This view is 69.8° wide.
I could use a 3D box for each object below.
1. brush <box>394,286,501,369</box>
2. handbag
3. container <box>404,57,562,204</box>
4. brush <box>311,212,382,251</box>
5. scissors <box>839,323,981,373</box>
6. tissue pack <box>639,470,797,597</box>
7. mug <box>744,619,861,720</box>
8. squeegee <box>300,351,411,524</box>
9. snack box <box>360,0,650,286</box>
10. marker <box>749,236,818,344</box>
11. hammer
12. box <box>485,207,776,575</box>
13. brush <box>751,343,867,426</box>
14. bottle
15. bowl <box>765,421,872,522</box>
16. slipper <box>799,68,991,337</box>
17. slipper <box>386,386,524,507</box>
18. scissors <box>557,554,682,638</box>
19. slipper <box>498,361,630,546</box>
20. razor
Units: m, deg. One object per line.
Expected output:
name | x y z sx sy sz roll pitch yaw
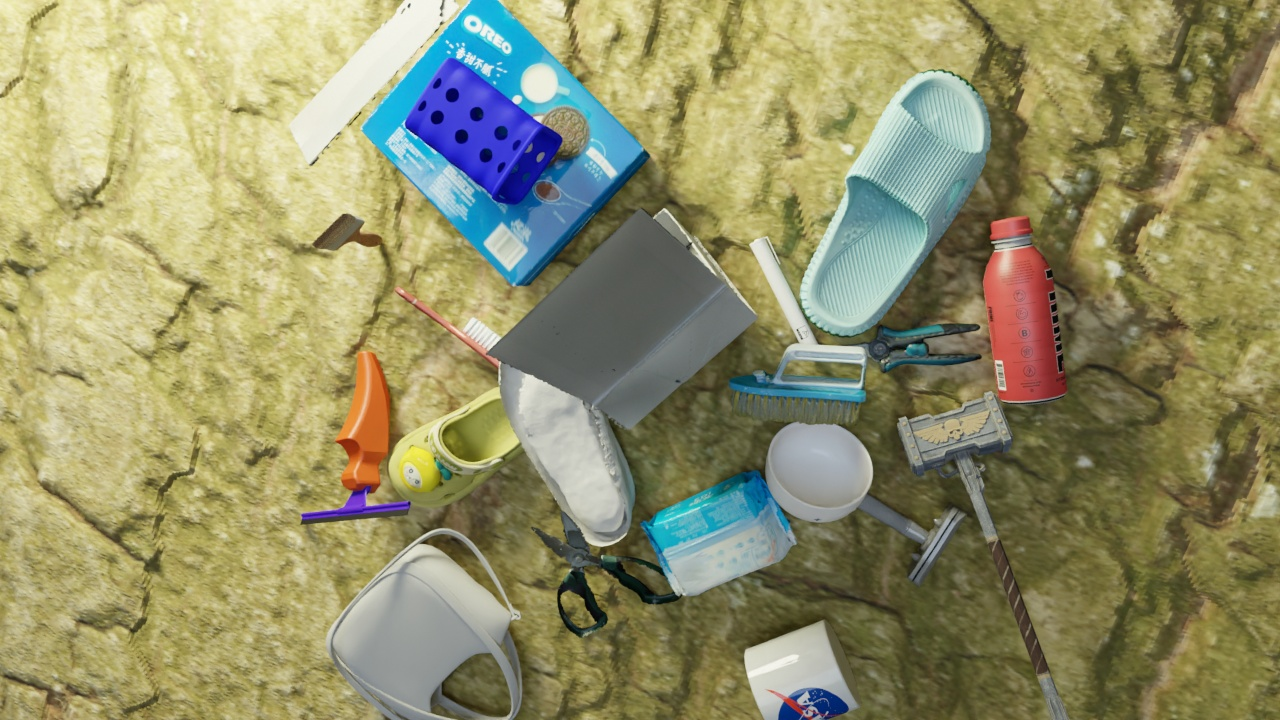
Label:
brush | -0.190 -0.035 0.991 0.172 0.041 0.030 36 82 2
handbag | -0.217 0.320 1.015 0.222 0.095 0.216 42 104 -3
container | -0.150 -0.218 0.878 0.113 0.085 0.084 38 100 5
brush | -0.292 -0.126 0.942 0.045 0.143 0.008 -43 90 3
scissors | 0.271 -0.008 0.926 0.139 0.019 0.129 40 102 5
tissue pack | 0.084 0.181 0.960 0.144 0.061 0.093 -27 93 14
mug | 0.174 0.338 0.958 0.090 0.091 0.121 -25 127 11
squeegee | -0.302 0.082 1.004 0.250 0.055 0.184 -14 74 46
snack box | -0.140 -0.226 0.948 0.196 0.056 0.239 -45 87 12
marker | 0.150 -0.065 0.939 0.020 0.017 0.133 -27 92 7
hammer | 0.338 0.193 0.854 0.098 0.044 0.321 -18 66 11
box | -0.010 -0.016 0.726 0.167 0.505 0.148 -42 93 10
brush | 0.158 0.022 0.927 0.136 0.055 0.075 3 105 9
bottle | 0.366 -0.049 0.882 0.062 0.062 0.176 -9 96 10
bowl | 0.176 0.116 0.924 0.105 0.054 0.104 1 54 -2
slipper | 0.246 -0.147 0.889 0.116 0.069 0.276 29 101 2
slipper | -0.193 0.098 0.987 0.191 0.081 0.091 -31 94 9
scissors | -0.030 0.217 0.962 0.155 0.015 0.210 -11 129 3
slipper | -0.070 0.072 0.964 0.112 0.074 0.247 -24 98 2
razor | 0.258 0.162 0.941 0.116 0.047 0.088 31 101 12
